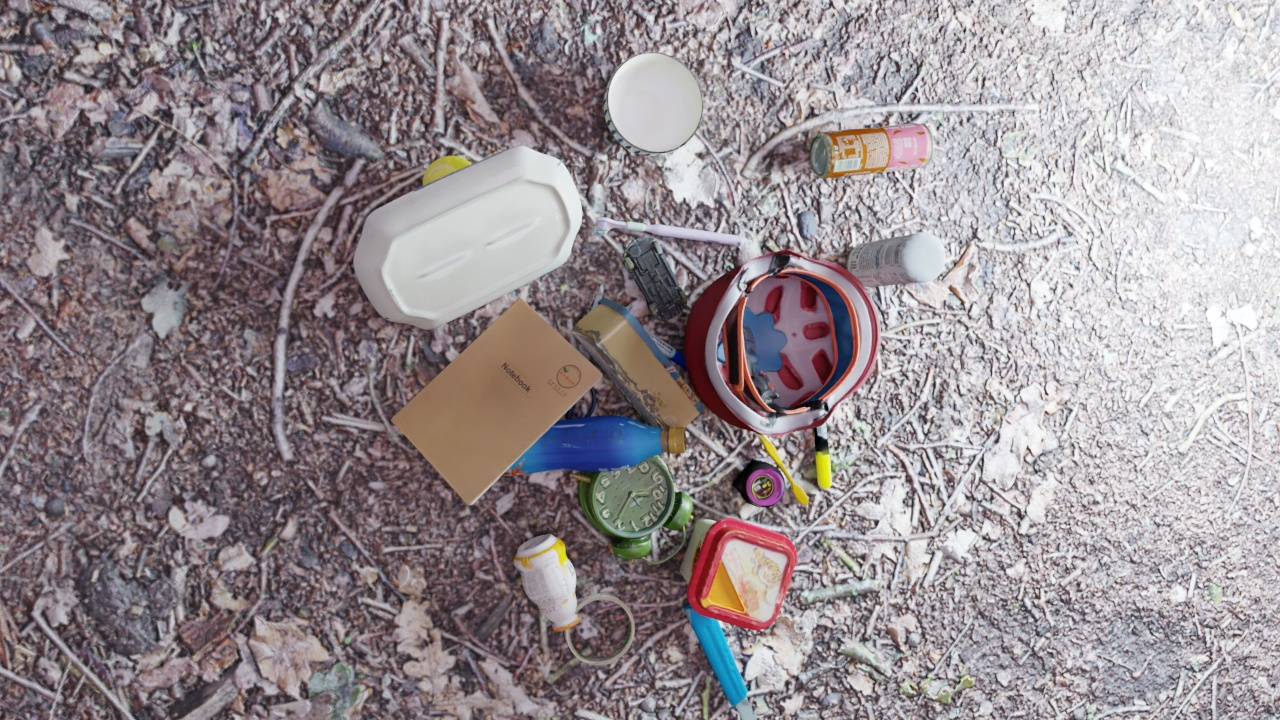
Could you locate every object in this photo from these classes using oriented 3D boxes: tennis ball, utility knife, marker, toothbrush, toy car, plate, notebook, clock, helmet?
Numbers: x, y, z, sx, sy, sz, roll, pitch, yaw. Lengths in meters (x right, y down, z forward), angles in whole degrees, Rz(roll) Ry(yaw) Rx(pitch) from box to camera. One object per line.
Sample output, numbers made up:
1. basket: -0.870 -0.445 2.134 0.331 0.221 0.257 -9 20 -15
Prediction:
1. tennis ball: -0.212 -0.197 1.032 0.065 0.065 0.065 -1 92 -14
2. utility knife: 0.106 0.388 1.157 0.034 0.018 0.188 -24 98 0
3. marker: 0.003 -0.031 1.116 0.145 0.017 0.017 33 84 -13
4. toothbrush: 0.159 0.106 1.162 0.016 0.018 0.191 -36 97 -12
5. toy car: 0.016 -0.099 1.109 0.049 0.031 0.105 -30 100 -12
6. marker: 0.232 0.103 1.180 0.018 0.015 0.124 -5 90 -13
7. plate: -0.183 -0.129 1.021 0.265 0.034 0.162 -27 127 -11
8. notebook: -0.165 0.042 1.044 0.207 0.008 0.148 -44 68 -8
9. clock: -0.005 0.172 1.102 0.116 0.056 0.161 -36 100 -9
10. helmet: 0.152 -0.020 1.093 0.239 0.144 0.207 -16 94 -29
11. toothbrush: 0.038 -0.155 1.119 0.189 0.029 0.021 4 54 -15

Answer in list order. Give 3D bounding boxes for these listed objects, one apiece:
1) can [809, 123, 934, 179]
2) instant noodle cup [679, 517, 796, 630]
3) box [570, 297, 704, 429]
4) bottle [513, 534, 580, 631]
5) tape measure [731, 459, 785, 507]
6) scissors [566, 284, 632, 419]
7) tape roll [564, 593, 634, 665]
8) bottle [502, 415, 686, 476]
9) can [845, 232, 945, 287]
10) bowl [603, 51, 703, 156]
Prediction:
1. can: 0.291 -0.264 1.156 0.147 0.058 0.058 -9 94 -13
2. instant noodle cup: 0.108 0.246 1.098 0.116 0.124 0.116 20 87 -13
3. box: -0.006 0.006 1.063 0.061 0.090 0.184 -41 118 -10
4. bottle: -0.105 0.262 1.077 0.063 0.063 0.108 -22 97 -12
5. tape measure: 0.150 0.155 1.149 0.058 0.039 0.057 39 83 -7
6. scissors: -0.070 0.000 1.095 0.163 0.012 0.161 -22 101 -6
7. tape roll: -0.049 0.328 1.119 0.085 0.014 0.086 0 92 -14
8. bottle: -0.057 0.096 1.043 0.219 0.065 0.065 -3 93 10
9. can: 0.308 -0.121 1.120 0.058 0.147 0.058 -1 92 -14
10. bowl: 0.010 -0.296 1.082 0.116 0.066 0.116 0 92 -15
